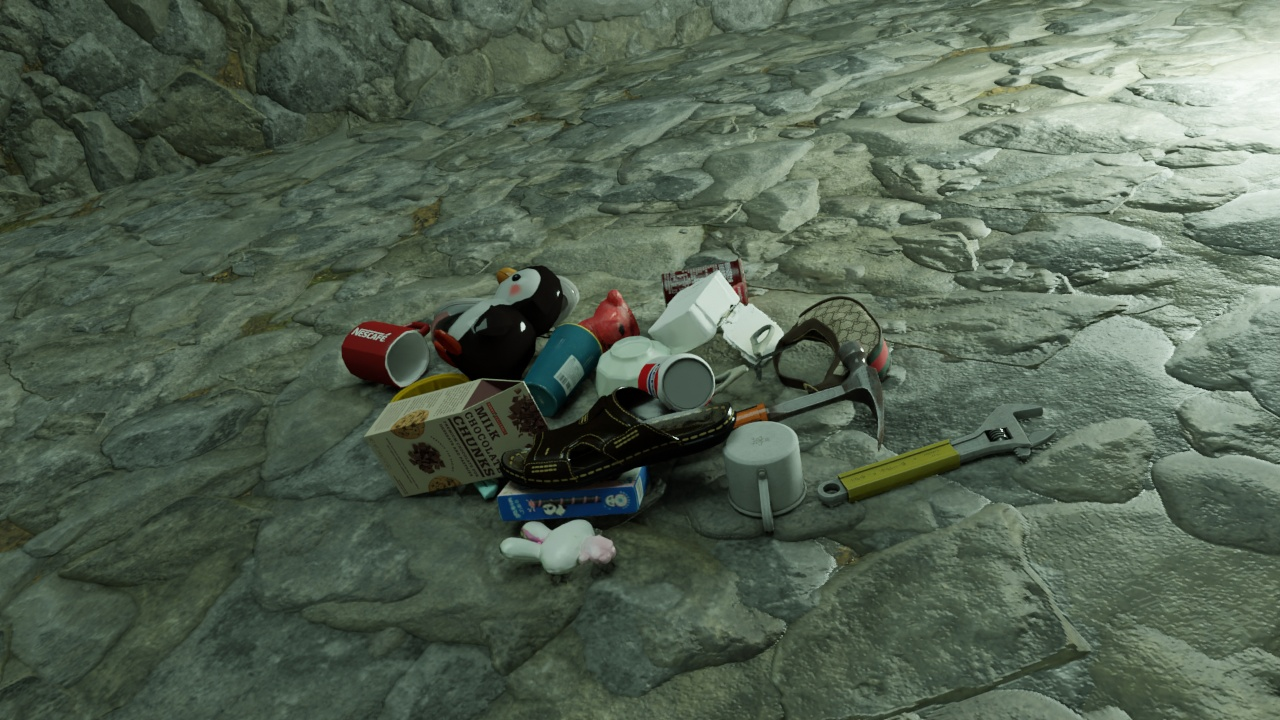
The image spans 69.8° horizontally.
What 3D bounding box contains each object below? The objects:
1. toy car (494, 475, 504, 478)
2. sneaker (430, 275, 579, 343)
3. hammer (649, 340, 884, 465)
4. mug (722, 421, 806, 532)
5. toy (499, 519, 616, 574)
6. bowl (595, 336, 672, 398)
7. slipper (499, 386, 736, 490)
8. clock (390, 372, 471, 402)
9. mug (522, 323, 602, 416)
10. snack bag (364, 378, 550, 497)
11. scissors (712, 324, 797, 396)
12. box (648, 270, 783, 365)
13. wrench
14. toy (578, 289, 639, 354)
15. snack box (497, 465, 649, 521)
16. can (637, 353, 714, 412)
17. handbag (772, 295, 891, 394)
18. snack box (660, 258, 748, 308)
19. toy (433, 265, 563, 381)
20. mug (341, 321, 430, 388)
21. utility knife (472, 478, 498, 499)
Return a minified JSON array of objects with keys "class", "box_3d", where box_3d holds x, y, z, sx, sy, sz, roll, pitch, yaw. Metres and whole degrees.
[{"class":"toy car","box_3d":[-0.140,0.121,1.102,0.090,0.027,0.038,-14,26,17]},{"class":"sneaker","box_3d":[-0.207,-0.060,1.370,0.236,0.099,0.089,-14,28,11]},{"class":"hammer","box_3d":[0.126,0.080,1.050,0.314,0.035,0.137,-18,51,3]},{"class":"mug","box_3d":[0.130,0.121,0.961,0.084,0.070,0.113,-8,29,9]},{"class":"toy","box_3d":[-0.082,0.194,0.951,0.123,0.038,0.079,3,21,25]},{"class":"bowl","box_3d":[-0.007,0.007,1.214,0.117,0.061,0.117,-9,31,5]},{"class":"slipper","box_3d":[-0.030,0.076,0.992,0.268,0.076,0.112,-14,13,9]},{"class":"clock","box_3d":[-0.270,0.065,1.227,0.113,0.052,0.152,-28,29,-25]},{"class":"mug","box_3d":[-0.110,0.016,1.229,0.078,0.078,0.121,4,39,26]},{"class":"snack bag","box_3d":[-0.205,0.085,1.080,0.207,0.094,0.069,-14,28,22]},{"class":"scissors","box_3d":[0.134,0.003,1.135,0.158,0.012,0.170,-39,12,27]},{"class":"box","box_3d":[0.116,-0.045,1.255,0.152,0.132,0.106,-25,22,47]},{"class":"wrench","box_3d":[0.314,0.102,0.975,0.273,0.018,0.083,-16,30,-6]},{"class":"toy","box_3d":[-0.056,-0.053,1.320,0.094,0.088,0.132,-15,27,18]},{"class":"snack box","box_3d":[-0.072,0.142,1.017,0.154,0.033,0.087,-6,13,11]},{"class":"can","box_3d":[0.042,0.028,1.103,0.070,0.070,0.132,-19,2,-10]},{"class":"handbag","box_3d":[0.239,-0.008,1.164,0.138,0.063,0.166,-29,34,6]},{"class":"snack box","box_3d":[0.095,-0.105,1.355,0.121,0.072,0.072,-10,30,5]},{"class":"toy","box_3d":[-0.173,-0.047,1.271,0.183,0.140,0.159,-50,1,-18]},{"class":"mug","box_3d":[-0.370,-0.020,1.372,0.097,0.080,0.116,10,44,33]},{"class":"utility knife","box_3d":[-0.207,0.134,1.124,0.022,0.015,0.141,-32,32,-18]}]
